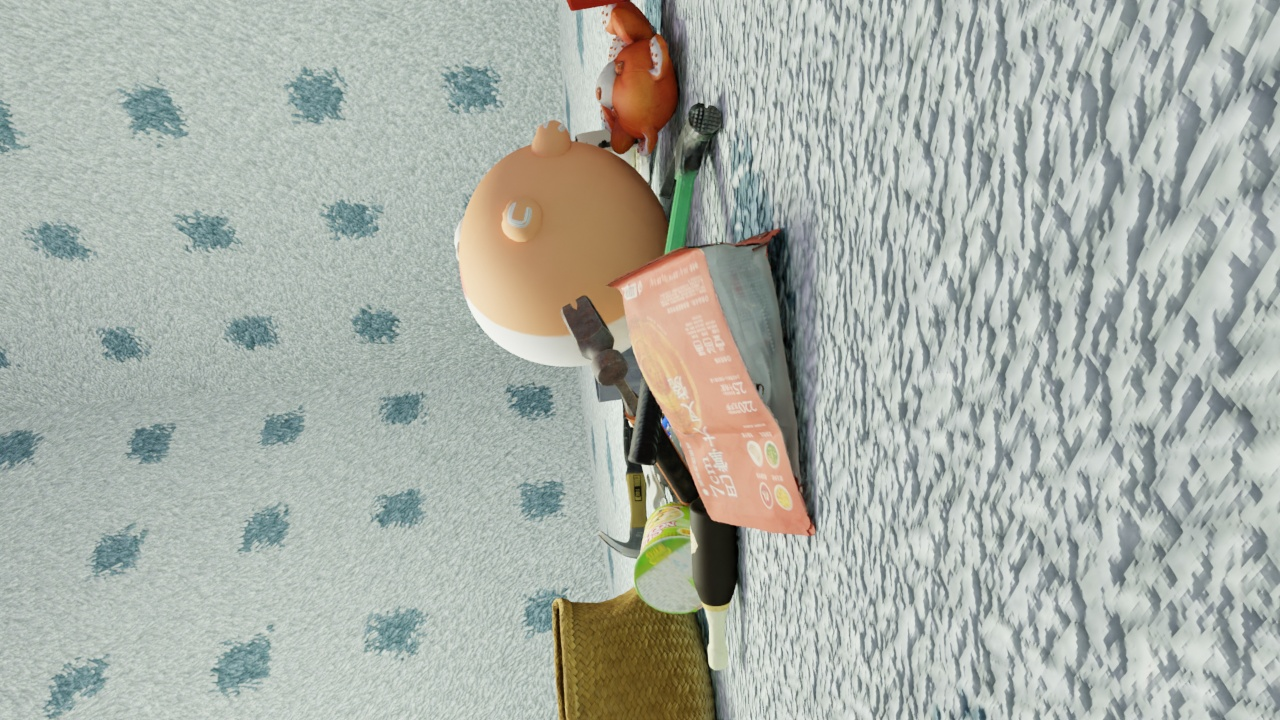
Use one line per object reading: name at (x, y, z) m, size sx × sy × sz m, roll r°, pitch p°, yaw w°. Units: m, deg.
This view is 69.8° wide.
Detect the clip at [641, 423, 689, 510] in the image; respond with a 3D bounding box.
clip at (0.044, 0.154, 1.177) m, size 0.126 × 0.096 × 0.152 m, roll -102°, pitch -11°, yaw -56°

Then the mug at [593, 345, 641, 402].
mug at (-0.007, 0.007, 1.201) m, size 0.124 × 0.104 × 0.083 m, roll 128°, pitch 136°, yaw -80°

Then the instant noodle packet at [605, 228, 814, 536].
instant noodle packet at (0.060, 0.025, 0.708) m, size 0.165 × 0.083 × 0.221 m, roll -13°, pitch 91°, yaw 66°

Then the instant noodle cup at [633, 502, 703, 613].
instant noodle cup at (0.040, 0.219, 1.053) m, size 0.107 × 0.099 × 0.099 m, roll -91°, pitch -2°, yaw -70°

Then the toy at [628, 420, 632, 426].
toy at (0.011, 0.072, 1.358) m, size 0.122 × 0.038 × 0.079 m, roll -127°, pitch 53°, yaw -80°

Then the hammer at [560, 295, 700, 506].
hammer at (0.000, 0.057, 0.985) m, size 0.137 × 0.035 × 0.314 m, roll 59°, pitch 179°, yaw 45°

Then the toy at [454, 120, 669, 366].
toy at (-0.096, -0.135, 1.097) m, size 0.281 × 0.266 × 0.262 m, roll 76°, pitch -154°, yaw -57°

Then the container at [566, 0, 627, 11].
container at (-0.046, -0.484, 0.961) m, size 0.127 × 0.148 × 0.200 m, roll 108°, pitch 147°, yaw -76°

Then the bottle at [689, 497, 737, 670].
bottle at (0.076, 0.229, 0.927) m, size 0.045 × 0.045 × 0.185 m, roll -116°, pitch 22°, yaw -72°

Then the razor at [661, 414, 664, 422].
razor at (0.028, 0.030, 1.291) m, size 0.042 × 0.022 × 0.144 m, roll -36°, pitch -62°, yaw -68°

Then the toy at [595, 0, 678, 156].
toy at (-0.010, -0.311, 1.023) m, size 0.172 × 0.092 × 0.164 m, roll -109°, pitch 21°, yaw -54°

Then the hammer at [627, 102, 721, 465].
hammer at (0.025, -0.063, 0.843) m, size 0.130 × 0.032 × 0.318 m, roll 141°, pitch 139°, yaw -79°

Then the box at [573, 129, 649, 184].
box at (-0.076, -0.246, 1.231) m, size 0.144 × 0.184 × 0.050 m, roll 80°, pitch -179°, yaw -70°

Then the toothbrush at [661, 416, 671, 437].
toothbrush at (0.039, 0.072, 1.237) m, size 0.183 × 0.016 × 0.018 m, roll 95°, pitch 162°, yaw -57°

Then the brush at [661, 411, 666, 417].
brush at (0.050, 0.022, 0.934) m, size 0.271 × 0.056 × 0.083 m, roll -138°, pitch 42°, yaw -81°

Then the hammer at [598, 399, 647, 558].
hammer at (-0.007, 0.154, 1.373) m, size 0.332 × 0.118 × 0.025 m, roll -95°, pitch 3°, yaw -46°

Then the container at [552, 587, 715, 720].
container at (-0.012, 0.455, 1.225) m, size 0.307 × 0.196 × 0.307 m, roll 175°, pitch 91°, yaw -83°
